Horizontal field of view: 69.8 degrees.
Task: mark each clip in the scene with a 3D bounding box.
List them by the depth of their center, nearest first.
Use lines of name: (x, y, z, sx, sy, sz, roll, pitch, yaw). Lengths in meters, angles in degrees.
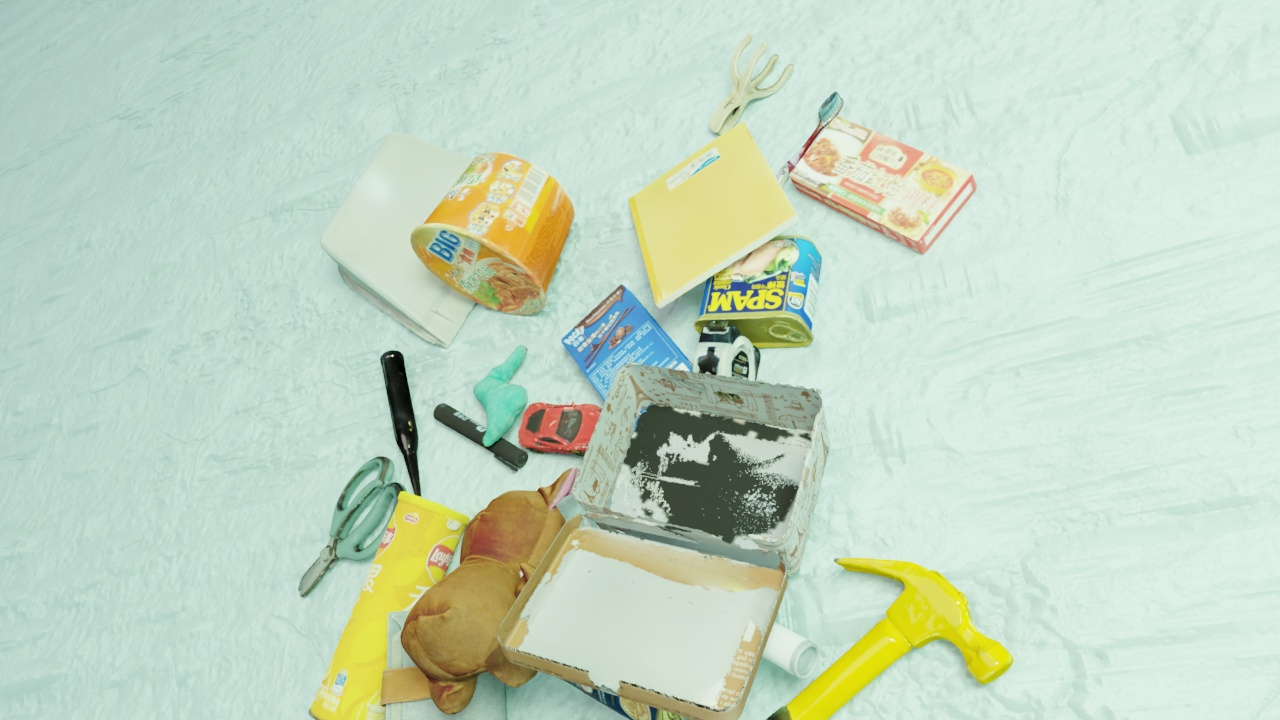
clip: (0.102, -0.282, 0.918, 0.101, 0.096, 0.035, -36, 52, -3)

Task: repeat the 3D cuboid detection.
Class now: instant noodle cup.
instant noodle cup: (-0.143, -0.134, 0.946, 0.152, 0.151, 0.111, 9, 63, 34)

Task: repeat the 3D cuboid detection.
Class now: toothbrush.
toothbrush: (0.045, 0.187, 0.715, 0.221, 0.026, 0.026, 16, 77, 48)
toothbrush: (0.135, -0.179, 0.874, 0.016, 0.017, 0.187, 35, 86, 39)
toothbrush: (-0.248, 0.080, 0.972, 0.027, 0.026, 0.212, -54, 44, 42)

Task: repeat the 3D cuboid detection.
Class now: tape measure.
tape measure: (0.073, 0.008, 0.787, 0.034, 0.065, 0.066, 2, 66, 35)

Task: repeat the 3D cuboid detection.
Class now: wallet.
wallet: (-0.168, 0.278, 0.788, 0.106, 0.037, 0.129, 0, 61, -10)

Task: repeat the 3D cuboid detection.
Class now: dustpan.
dustpan: (-0.263, -0.156, 1.109, 0.258, 0.143, 0.222, 30, 83, 8)

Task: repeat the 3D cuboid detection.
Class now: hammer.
hammer: (0.111, 0.259, 0.659, 0.301, 0.033, 0.128, -44, 52, 5)

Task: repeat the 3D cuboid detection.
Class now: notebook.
notebook: (0.060, -0.144, 0.865, 0.146, 0.010, 0.206, -32, 35, 14)

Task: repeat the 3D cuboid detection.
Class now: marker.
marker: (-0.163, 0.076, 0.926, 0.132, 0.020, 0.022, 25, 94, 36)

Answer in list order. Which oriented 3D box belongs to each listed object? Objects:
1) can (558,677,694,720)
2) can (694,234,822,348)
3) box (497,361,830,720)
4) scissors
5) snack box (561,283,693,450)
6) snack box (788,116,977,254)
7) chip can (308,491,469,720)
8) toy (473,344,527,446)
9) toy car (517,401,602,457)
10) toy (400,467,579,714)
can: (-0.006, 0.236, 0.714, 0.111, 0.075, 0.075, 16, 75, 36)
can: (0.105, -0.060, 0.809, 0.102, 0.057, 0.083, -1, 64, 30)
box: (0.026, 0.131, 0.685, 0.179, 0.103, 0.260, 8, 60, 22)
scissors: (-0.314, 0.168, 0.970, 0.185, 0.019, 0.129, -36, 48, 18)
snack box: (-0.005, 0.005, 0.860, 0.084, 0.026, 0.157, -43, 52, 6)
snack box: (0.211, -0.159, 0.813, 0.075, 0.025, 0.153, -51, 52, 0)
chip can: (-0.232, 0.233, 0.856, 0.072, 0.072, 0.213, 11, 73, 35)
toy: (-0.139, 0.030, 0.920, 0.096, 0.030, 0.092, -51, 38, 0)
toy car: (-0.073, 0.063, 0.864, 0.106, 0.031, 0.049, 1, 68, 40)
toy: (-0.110, 0.186, 0.766, 0.140, 0.130, 0.199, -32, 26, 31)
